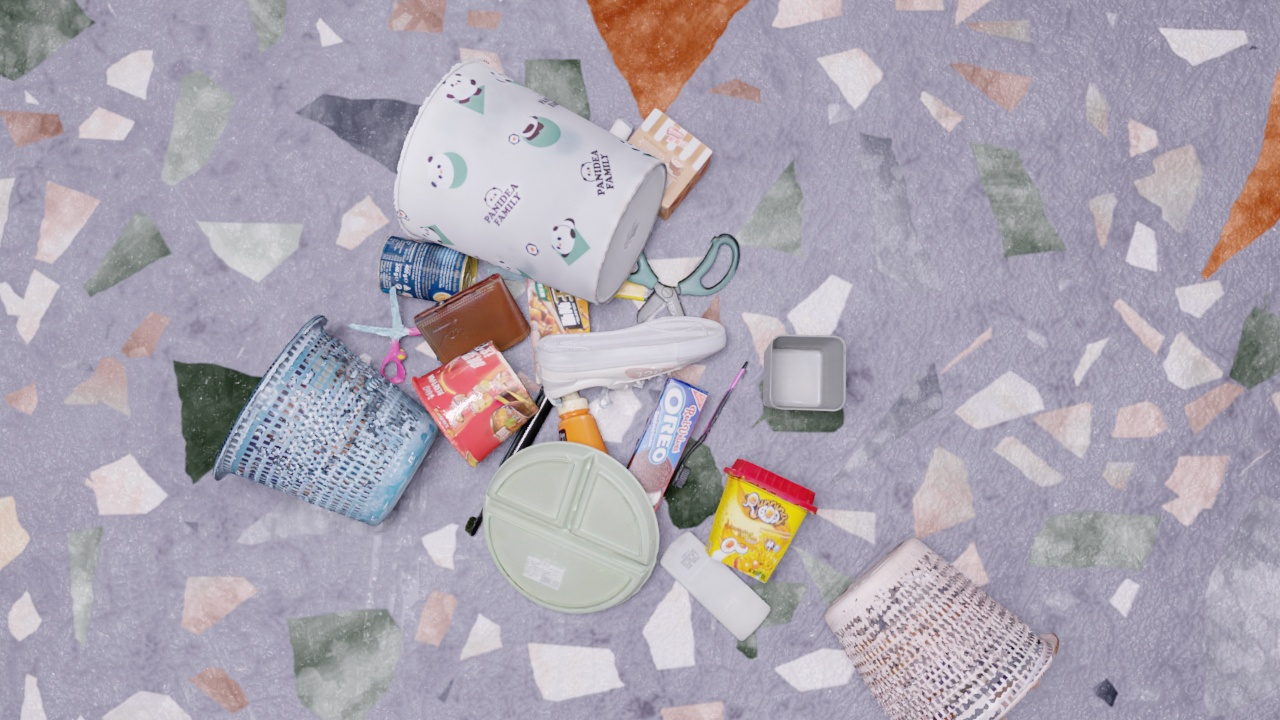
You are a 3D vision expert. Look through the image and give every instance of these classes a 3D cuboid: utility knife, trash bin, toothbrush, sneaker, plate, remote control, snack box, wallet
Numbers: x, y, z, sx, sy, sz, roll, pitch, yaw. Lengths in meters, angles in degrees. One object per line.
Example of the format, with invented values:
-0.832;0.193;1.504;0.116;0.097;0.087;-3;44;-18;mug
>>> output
-0.092;-0.106;1.199;0.230;0.015;0.033;8;86;-1;utility knife
0.334;0.327;1.079;0.227;0.227;0.192;-41;74;-3;trash bin
-0.076;-0.220;1.204;0.026;0.027;0.221;34;86;-31;toothbrush
-0.120;-0.198;1.085;0.252;0.229;0.229;26;86;9;trash bin
-0.007;0.007;1.141;0.242;0.089;0.091;-8;118;-13;sneaker
0.093;0.083;1.186;0.018;0.014;0.189;32;86;-7;toothbrush
-0.091;0.210;1.126;0.230;0.027;0.230;4;105;15;plate
0.094;0.285;1.166;0.150;0.021;0.058;44;85;3;remote control
-0.103;-0.048;1.180;0.075;0.026;0.154;-5;94;0;snack box
0.026;-0.250;1.180;0.093;0.077;0.094;38;87;3;snack box
-0.167;0.130;1.178;0.027;0.026;0.212;28;87;36;toothbrush
-0.361;0.091;1.103;0.195;0.227;0.226;32;86;-10;trash bin
0.019;0.123;1.161;0.057;0.058;0.207;25;86;-1;snack box
-0.210;-0.045;1.158;0.124;0.101;0.032;-29;41;-1;wallet

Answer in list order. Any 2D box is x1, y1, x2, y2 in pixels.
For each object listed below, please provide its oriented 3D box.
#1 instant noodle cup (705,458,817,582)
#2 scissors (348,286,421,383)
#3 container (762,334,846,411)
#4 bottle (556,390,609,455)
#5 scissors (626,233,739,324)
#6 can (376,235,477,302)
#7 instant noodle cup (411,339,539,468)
0.140;0.197;1.124;0.116;0.116;0.123;25;85;2;instant noodle cup
-0.303;-0.032;1.173;0.136;0.017;0.133;-8;116;-19;scissors
0.198;0.018;1.139;0.090;0.114;0.090;2;86;0;container
-0.075;0.103;1.163;0.067;0.067;0.149;-15;78;-1;bottle
0.042;-0.132;1.189;0.170;0.019;0.175;-33;94;-9;scissors
-0.272;-0.114;1.171;0.111;0.075;0.075;10;86;1;can
-0.199;0.046;1.130;0.108;0.138;0.138;-35;86;-6;instant noodle cup
